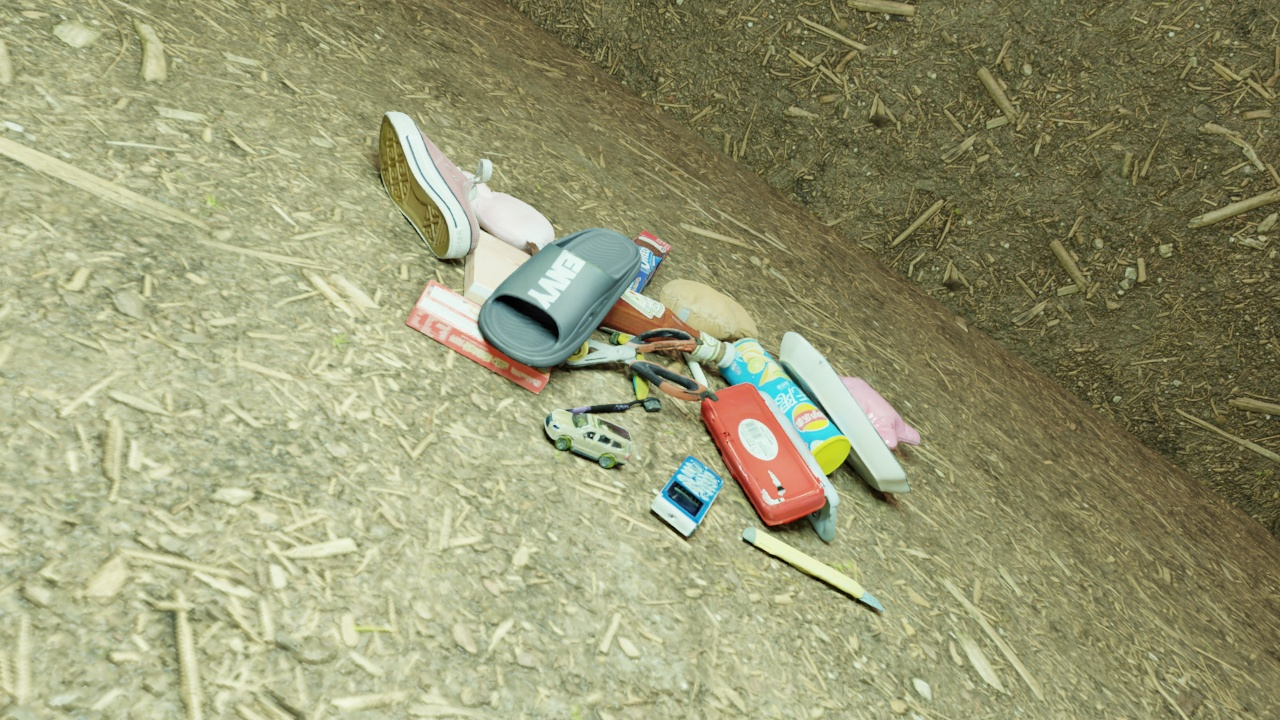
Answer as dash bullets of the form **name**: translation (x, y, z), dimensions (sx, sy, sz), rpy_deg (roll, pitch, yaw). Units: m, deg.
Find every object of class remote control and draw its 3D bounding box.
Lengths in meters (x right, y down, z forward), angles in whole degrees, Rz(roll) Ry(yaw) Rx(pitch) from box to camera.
- **remote control**: translation (0.048, 0.135, 0.922), dimensions (0.049, 0.024, 0.124), rpy_deg (37, 20, 7)

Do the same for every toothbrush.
- **toothbrush**: translation (-0.029, 0.053, 0.999), dimensions (0.188, 0.014, 0.016), rpy_deg (-2, 54, -56)
- **toothbrush**: translation (0.077, 0.019, 1.218), dimensions (0.189, 0.029, 0.020), rpy_deg (-112, -177, -57)

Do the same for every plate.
- **plate**: translation (0.265, 0.077, 1.229), dimensions (0.266, 0.034, 0.162), rpy_deg (54, -2, -8)

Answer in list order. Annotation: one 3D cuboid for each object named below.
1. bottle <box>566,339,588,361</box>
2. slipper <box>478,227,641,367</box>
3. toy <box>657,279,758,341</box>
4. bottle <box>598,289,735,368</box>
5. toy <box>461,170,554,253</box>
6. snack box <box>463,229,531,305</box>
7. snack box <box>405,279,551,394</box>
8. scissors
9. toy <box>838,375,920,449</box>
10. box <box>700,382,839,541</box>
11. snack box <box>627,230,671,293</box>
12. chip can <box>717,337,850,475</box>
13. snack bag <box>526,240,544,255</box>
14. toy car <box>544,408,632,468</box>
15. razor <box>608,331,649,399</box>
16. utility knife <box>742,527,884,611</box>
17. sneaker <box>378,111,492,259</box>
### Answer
- **bottle**: translation (-0.086, -0.068, 1.072), dimensions (0.065, 0.065, 0.218), rpy_deg (26, 24, -22)
- **slipper**: translation (-0.077, -0.093, 0.982), dimensions (0.111, 0.083, 0.267), rpy_deg (28, 40, 11)
- **toy**: translation (0.106, -0.062, 1.356), dimensions (0.143, 0.082, 0.225), rpy_deg (37, 11, 25)
- **bottle**: translation (0.032, -0.040, 1.202), dimensions (0.206, 0.060, 0.059), rpy_deg (22, 25, -21)
- **toy**: translation (-0.188, -0.199, 1.239), dimensions (0.159, 0.054, 0.121), rpy_deg (35, 19, -8)
- **snack box**: translation (-0.168, -0.102, 1.102), dimensions (0.084, 0.026, 0.157), rpy_deg (26, 23, -22)
- **snack box**: translation (-0.162, -0.025, 0.951), dimensions (0.153, 0.025, 0.075), rpy_deg (29, 22, -14)
- **scissors**: translation (-0.004, -0.007, 1.091), dimensions (0.225, 0.015, 0.188), rpy_deg (23, 31, 6)
- **toy**: translation (0.322, 0.071, 1.391), dimensions (0.178, 0.075, 0.194), rpy_deg (3, 34, -50)
- **box**: translation (0.145, 0.124, 1.069), dimensions (0.094, 0.100, 0.201), rpy_deg (-17, 42, -11)
- **snack box**: translation (-0.005, -0.144, 1.389), dimensions (0.057, 0.058, 0.207), rpy_deg (32, 21, 1)
- **chip can**: translation (0.186, 0.060, 1.217), dimensions (0.071, 0.071, 0.210), rpy_deg (12, 30, -44)
- **snack bag**: translation (-0.110, -0.124, 1.205), dimensions (0.105, 0.026, 0.045), rpy_deg (37, 18, -42)
- **toy car**: translation (-0.051, 0.072, 0.896), dimensions (0.090, 0.035, 0.042), rpy_deg (22, 23, -23)
- **razor**: translation (-0.007, 0.007, 1.115), dimensions (0.043, 0.028, 0.132), rpy_deg (28, 24, -25)
- **utility knife**: translation (0.181, 0.215, 0.953), dimensions (0.178, 0.019, 0.030), rpy_deg (25, 27, -7)
- **sneaker**: translation (-0.247, -0.216, 1.125), dimensions (0.087, 0.119, 0.241), rpy_deg (-11, 53, -38)
